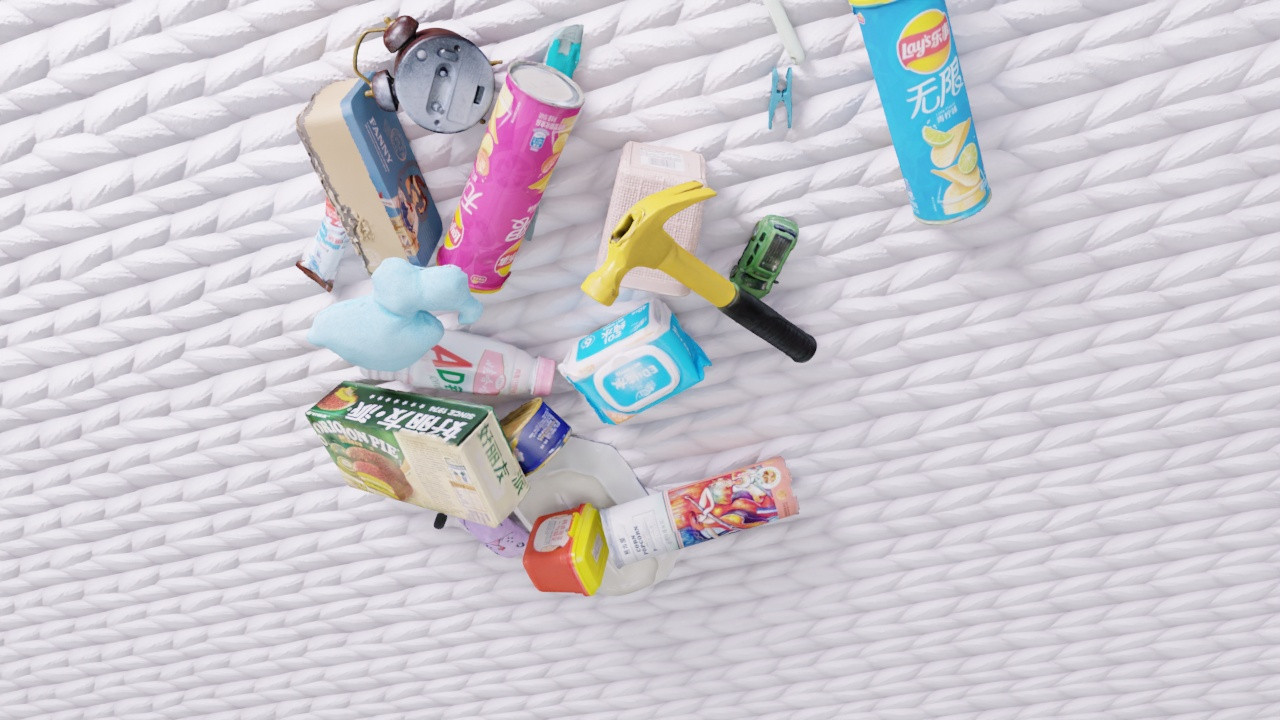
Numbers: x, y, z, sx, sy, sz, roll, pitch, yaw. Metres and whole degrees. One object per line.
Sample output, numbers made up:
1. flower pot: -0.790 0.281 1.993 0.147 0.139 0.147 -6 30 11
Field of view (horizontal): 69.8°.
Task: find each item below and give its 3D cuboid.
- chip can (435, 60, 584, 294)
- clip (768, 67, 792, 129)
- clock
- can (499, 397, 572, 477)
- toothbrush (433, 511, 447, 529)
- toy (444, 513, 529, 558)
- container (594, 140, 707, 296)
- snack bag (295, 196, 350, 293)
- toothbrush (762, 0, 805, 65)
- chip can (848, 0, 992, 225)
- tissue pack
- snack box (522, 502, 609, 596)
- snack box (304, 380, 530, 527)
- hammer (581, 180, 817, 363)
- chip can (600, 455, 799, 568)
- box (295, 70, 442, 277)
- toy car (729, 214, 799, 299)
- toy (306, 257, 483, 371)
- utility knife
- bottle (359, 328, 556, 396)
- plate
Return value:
1. chip can: -0.121 -0.159 0.826 0.071 0.071 0.211 22 128 -11
2. clip: 0.123 -0.230 0.807 0.042 0.014 0.056 -2 124 4
3. clock: -0.180 -0.242 0.775 0.121 0.055 0.082 10 116 -26
4. can: -0.130 0.089 0.986 0.049 0.074 0.148 44 146 -12
5. toothbrush: -0.213 0.133 1.082 0.015 0.018 0.181 18 122 -16
6. toy: -0.175 0.201 1.109 0.084 0.038 0.108 -17 126 26
7. container: 0.012 -0.132 0.840 0.090 0.089 0.111 10 121 -3
8. snack bag: -0.307 -0.115 0.908 0.048 0.026 0.104 37 120 -7
9. toothbrush: 0.089 -0.321 0.743 0.020 0.029 0.189 -46 120 -16
10. chip can: 0.238 -0.220 0.771 0.071 0.071 0.210 -18 122 15
11. tissue pack: -0.006 0.006 0.949 0.140 0.063 0.090 -28 119 21
12. snack box: -0.085 0.216 1.043 0.080 0.091 0.082 -8 124 17
13. snack box: -0.237 0.095 0.964 0.240 0.063 0.114 7 130 36
14. hammer: 0.078 -0.060 0.839 0.300 0.033 0.129 28 100 -46
15. chip can: 0.067 0.170 1.032 0.215 0.071 0.071 -17 123 2
16. box: -0.243 -0.170 0.827 0.061 0.089 0.184 -8 129 10
17. toy car: 0.119 -0.097 0.888 0.043 0.036 0.091 18 128 -10
18. toy: -0.231 -0.037 0.863 0.161 0.049 0.157 5 135 -12
19. utility knife: -0.086 -0.203 0.840 0.029 0.013 0.216 16 125 -3
20. bottle: -0.188 0.001 0.958 0.197 0.068 0.068 10 125 -7
21. plate: -0.059 0.200 1.106 0.162 0.034 0.266 -21 121 17
